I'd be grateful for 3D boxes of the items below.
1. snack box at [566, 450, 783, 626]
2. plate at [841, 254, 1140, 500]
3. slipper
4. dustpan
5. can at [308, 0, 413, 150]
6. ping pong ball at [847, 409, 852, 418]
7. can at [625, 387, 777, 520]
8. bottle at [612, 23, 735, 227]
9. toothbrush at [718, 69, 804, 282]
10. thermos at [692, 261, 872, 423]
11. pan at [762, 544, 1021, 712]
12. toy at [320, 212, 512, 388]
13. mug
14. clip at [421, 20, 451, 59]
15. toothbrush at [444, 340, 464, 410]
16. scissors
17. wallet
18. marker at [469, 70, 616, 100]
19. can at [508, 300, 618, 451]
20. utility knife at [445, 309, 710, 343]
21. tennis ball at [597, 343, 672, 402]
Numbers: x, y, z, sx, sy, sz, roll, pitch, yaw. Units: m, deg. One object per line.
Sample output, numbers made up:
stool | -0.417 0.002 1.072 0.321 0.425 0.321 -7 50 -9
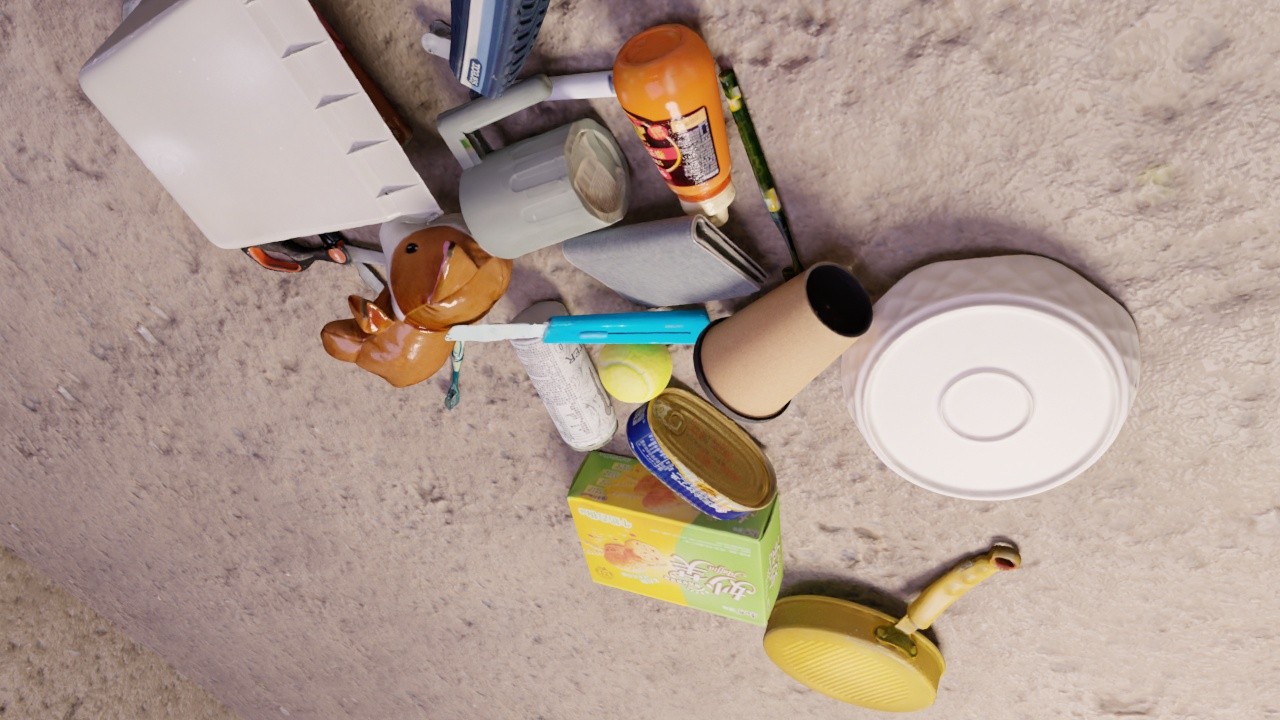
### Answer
snack box | 0.040 0.186 0.965 0.210 0.069 0.158 10 136 21
plate | 0.249 0.023 0.663 0.205 0.045 0.205 8 124 12
slipper | -0.093 -0.268 0.534 0.095 0.104 0.254 20 137 -1
dustpan | -0.302 -0.204 0.722 0.258 0.142 0.223 -14 130 19
can | -0.244 -0.217 0.711 0.058 0.057 0.147 -14 124 39
ping pong ball | 0.188 0.035 0.744 0.040 0.040 0.040 16 138 14
can | 0.056 0.088 0.851 0.148 0.074 0.049 38 143 -11
bottle | 0.032 -0.151 0.628 0.067 0.066 0.149 2 140 28
toothbrush | 0.089 -0.122 0.659 0.017 0.012 0.186 7 137 39
thermos | 0.106 -0.013 0.696 0.093 0.092 0.144 37 142 -10
pan | 0.264 0.276 0.953 0.197 0.078 0.358 29 146 -5
toy | -0.180 -0.064 0.777 0.200 0.139 0.130 -28 107 41
mug | -0.080 -0.143 0.679 0.104 0.083 0.124 -10 125 35
clip | -0.131 -0.228 0.669 0.058 0.036 0.026 21 142 3
toothbrush | -0.187 -0.007 0.930 0.016 0.018 0.192 25 140 5
scissors | -0.310 -0.115 0.883 0.221 0.021 0.232 -3 130 32
wallet | 0.021 -0.077 0.710 0.130 0.037 0.106 -3 157 41
marker | -0.068 -0.198 0.663 0.131 0.018 0.022 4 153 27
can | -0.070 0.016 0.858 0.058 0.058 0.147 0 132 29
utility knife | -0.048 -0.025 0.757 0.223 0.018 0.034 -2 139 -8
tennis ball | -0.005 0.005 0.802 0.065 0.065 0.066 16 138 14
